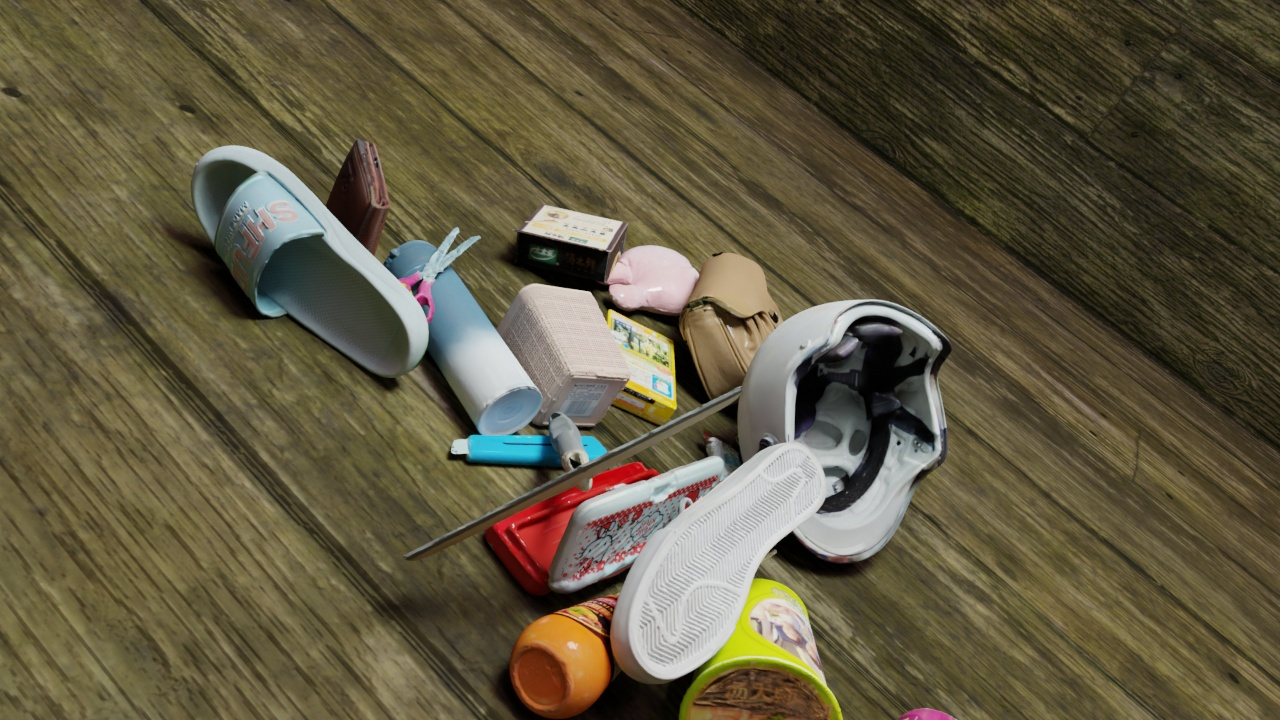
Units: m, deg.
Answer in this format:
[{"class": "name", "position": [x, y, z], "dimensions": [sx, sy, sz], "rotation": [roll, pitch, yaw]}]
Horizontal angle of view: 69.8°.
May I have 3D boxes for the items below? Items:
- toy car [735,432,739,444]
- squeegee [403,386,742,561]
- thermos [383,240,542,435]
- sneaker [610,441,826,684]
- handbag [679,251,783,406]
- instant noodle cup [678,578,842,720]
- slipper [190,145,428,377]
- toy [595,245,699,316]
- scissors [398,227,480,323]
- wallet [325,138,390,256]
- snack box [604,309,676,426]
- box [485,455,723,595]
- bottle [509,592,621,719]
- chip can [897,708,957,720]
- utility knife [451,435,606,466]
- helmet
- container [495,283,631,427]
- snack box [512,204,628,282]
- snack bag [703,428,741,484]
[{"class": "toy car", "position": [0.143, 0.089, 1.021], "dimensions": [0.090, 0.035, 0.042], "rotation": [-3, 44, -44]}, {"class": "squeegee", "position": [-0.054, 0.076, 0.720], "dimensions": [0.039, 0.246, 0.246], "rotation": [64, -6, -9]}, {"class": "thermos", "position": [-0.169, -0.027, 0.847], "dimensions": [0.070, 0.070, 0.220], "rotation": [-1, 43, -46]}, {"class": "sneaker", "position": [0.045, 0.146, 0.689], "dimensions": [0.241, 0.091, 0.089], "rotation": [-38, 95, -42]}, {"class": "handbag", "position": [0.117, -0.041, 1.092], "dimensions": [0.148, 0.100, 0.204], "rotation": [60, 24, -18]}, {"class": "instant noodle cup", "position": [0.089, 0.229, 0.684], "dimensions": [0.111, 0.112, 0.123], "rotation": [31, 21, -4]}, {"class": "slipper", "position": [-0.285, -0.072, 0.766], "dimensions": [0.245, 0.104, 0.074], "rotation": [41, 31, 0]}, {"class": "toy", "position": [0.008, -0.101, 1.155], "dimensions": [0.159, 0.054, 0.121], "rotation": [-9, 48, -39]}, {"class": "scissors", "position": [-0.186, -0.074, 0.833], "dimensions": [0.083, 0.017, 0.137], "rotation": [33, 58, 24]}, {"class": "wallet", "position": [-0.271, -0.141, 0.879], "dimensions": [0.032, 0.101, 0.124], "rotation": [9, 37, -34]}, {"class": "snack box", "position": [-0.006, 0.006, 0.998], "dimensions": [0.087, 0.034, 0.140], "rotation": [25, 31, -15]}, {"class": "box", "position": [-0.017, 0.115, 0.746], "dimensions": [0.095, 0.102, 0.201], "rotation": [47, 31, 22]}, {"class": "bottle", "position": [-0.030, 0.198, 0.653], "dimensions": [0.067, 0.067, 0.149], "rotation": [44, 23, 18]}, {"class": "chip can", "position": [0.184, 0.332, 0.650], "dimensions": [0.071, 0.072, 0.210], "rotation": [43, 29, 16]}, {"class": "utility knife", "position": [-0.096, 0.079, 0.807], "dimensions": [0.159, 0.018, 0.034], "rotation": [6, 39, -39]}, {"class": "helmet", "position": [0.187, 0.060, 0.938], "dimensions": [0.228, 0.259, 0.146], "rotation": [-6, 15, -31]}, {"class": "container", "position": [-0.075, -0.001, 0.880], "dimensions": [0.090, 0.090, 0.111], "rotation": [5, 42, -41]}, {"class": "snack box", "position": [-0.083, -0.141, 1.088], "dimensions": [0.113, 0.053, 0.125], "rotation": [13, 30, 5]}, {"class": "snack bag", "position": [0.087, 0.113, 0.933], "dimensions": [0.048, 0.026, 0.104], "rotation": [27, 28, -25]}]
